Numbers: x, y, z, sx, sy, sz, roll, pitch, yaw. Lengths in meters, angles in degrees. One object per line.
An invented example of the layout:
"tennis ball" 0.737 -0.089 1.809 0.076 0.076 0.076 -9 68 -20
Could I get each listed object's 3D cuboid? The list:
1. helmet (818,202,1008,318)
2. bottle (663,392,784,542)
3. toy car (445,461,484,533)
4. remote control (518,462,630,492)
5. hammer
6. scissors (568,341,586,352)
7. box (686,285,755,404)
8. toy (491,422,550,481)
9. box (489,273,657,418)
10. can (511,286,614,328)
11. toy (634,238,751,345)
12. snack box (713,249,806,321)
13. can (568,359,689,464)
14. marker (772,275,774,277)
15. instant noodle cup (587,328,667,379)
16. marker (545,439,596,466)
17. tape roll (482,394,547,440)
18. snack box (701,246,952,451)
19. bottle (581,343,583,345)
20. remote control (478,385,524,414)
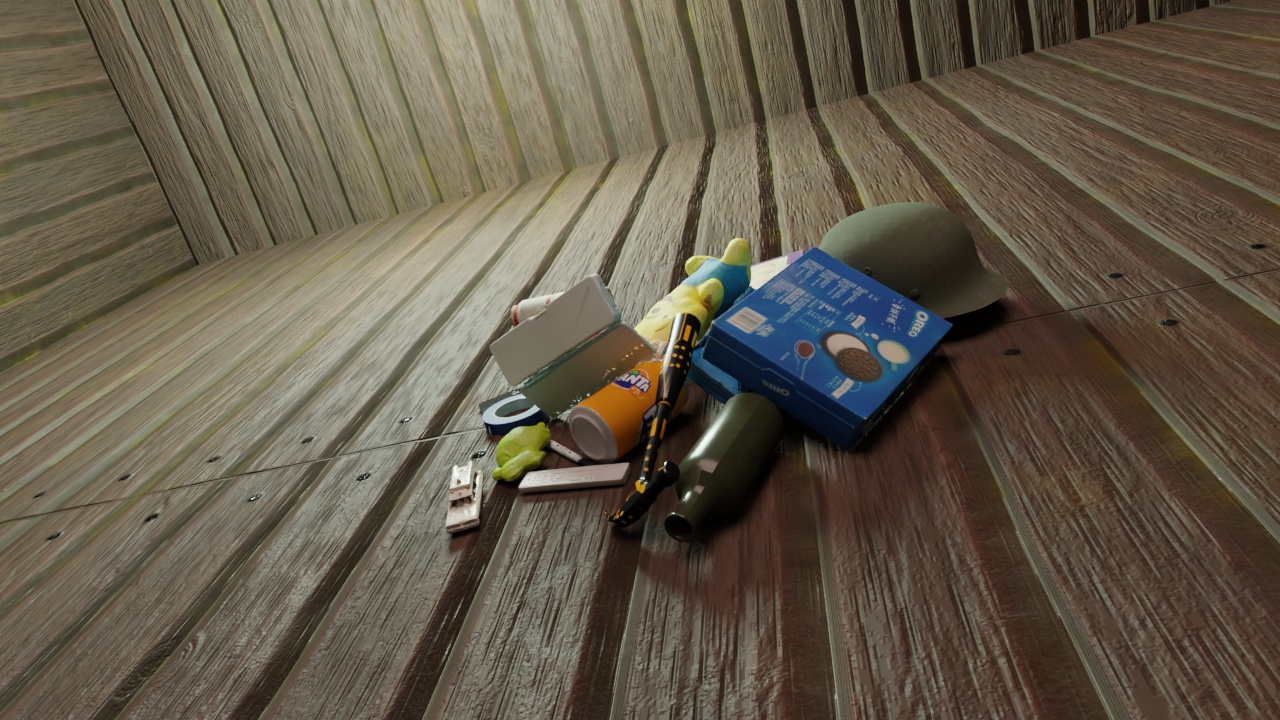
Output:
"helmet" 0.334 -0.125 1.197 0.268 0.154 0.226 2 28 39
"bottle" 0.080 0.108 0.919 0.072 0.071 0.206 -3 25 30
"toy car" -0.203 0.155 1.053 0.039 0.039 0.113 -16 21 0
"remote control" -0.075 0.135 1.046 0.131 0.012 0.033 -8 25 21
"hammer" 0.024 0.052 1.010 0.124 0.036 0.319 -47 16 37
"scissors" -0.136 -0.011 1.410 0.153 0.019 0.127 -24 10 8
"box" 0.147 -0.045 1.177 0.094 0.102 0.230 36 39 9
"toy" -0.145 0.113 1.123 0.094 0.036 0.093 -34 30 -18
"box" -0.091 -0.012 1.168 0.198 0.136 0.049 -31 15 33
"can" -0.130 -0.082 1.550 0.170 0.067 0.067 -10 22 16
"toy" 0.071 -0.070 1.305 0.213 0.084 0.149 -51 16 -21
"snack box" 0.186 -0.112 1.409 0.148 0.040 0.143 -16 20 19
"can" -0.013 0.059 1.096 0.079 0.079 0.142 7 31 46
"marker" 0.154 -0.066 1.303 0.140 0.016 0.016 -50 32 -16
"instant noodle cup" -0.007 0.007 1.218 0.109 0.098 0.097 6 30 29
"marker" -0.094 0.111 1.122 0.011 0.011 0.152 -27 24 -26
"tape roll" -0.171 0.073 1.265 0.093 0.016 0.091 -20 21 -9
"snack box" 0.216 -0.024 1.044 0.195 0.056 0.238 34 44 21
"bottle" -0.067 -0.021 1.388 0.044 0.044 0.109 -18 21 -5
"remote control" -0.164 0.046 1.337 0.146 0.008 0.045 -21 22 -13
